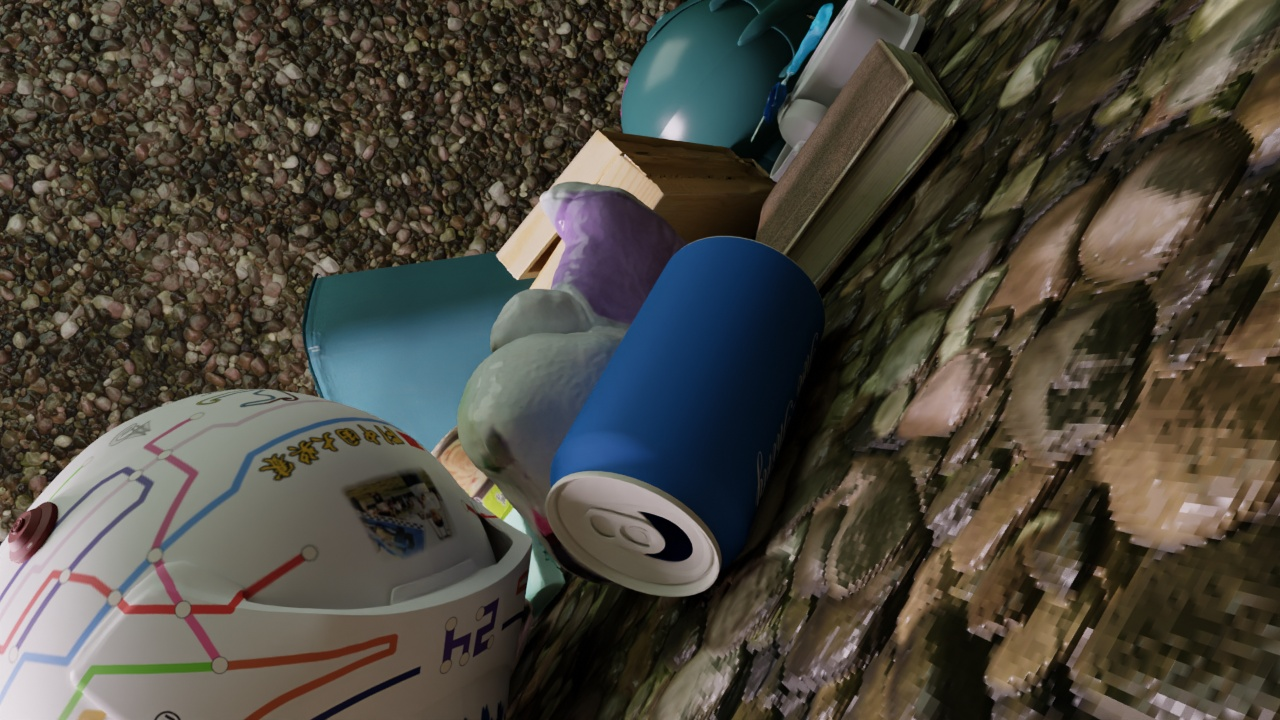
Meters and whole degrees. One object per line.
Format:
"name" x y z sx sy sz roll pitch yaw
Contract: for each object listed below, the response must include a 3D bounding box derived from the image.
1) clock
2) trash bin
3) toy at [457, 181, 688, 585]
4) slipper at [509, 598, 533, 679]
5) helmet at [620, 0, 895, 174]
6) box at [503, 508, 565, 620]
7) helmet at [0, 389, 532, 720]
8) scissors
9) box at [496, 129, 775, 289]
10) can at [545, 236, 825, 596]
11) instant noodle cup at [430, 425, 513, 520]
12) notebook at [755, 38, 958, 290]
"clock" 0.148 -0.200 0.686 0.159 0.061 0.119 -58 4 21
"trash bin" -0.189 -0.001 0.906 0.218 0.199 0.196 -15 29 -6
"toy" -0.016 0.004 0.480 0.086 0.137 0.208 -19 41 34
"slipper" -0.139 0.233 0.587 0.222 0.055 0.106 -53 5 15
"helmet" 0.105 -0.279 0.884 0.274 0.176 0.200 -43 -6 -11
"box" -0.096 0.176 0.683 0.112 0.078 0.188 -13 -31 -54
"helmet" -0.185 0.171 0.438 0.230 0.236 0.315 -7 -51 -62
"scissors" 0.107 -0.209 0.700 0.126 0.014 0.128 -63 5 -37
"box" 0.010 -0.109 0.724 0.128 0.092 0.248 -56 -16 24
"can" 0.023 0.017 0.381 0.079 0.079 0.145 -48 10 48
"instant noodle cup" -0.137 0.122 0.799 0.146 0.098 0.146 -57 -9 -14
"notebook" 0.105 -0.096 0.551 0.191 0.034 0.215 -54 6 26
